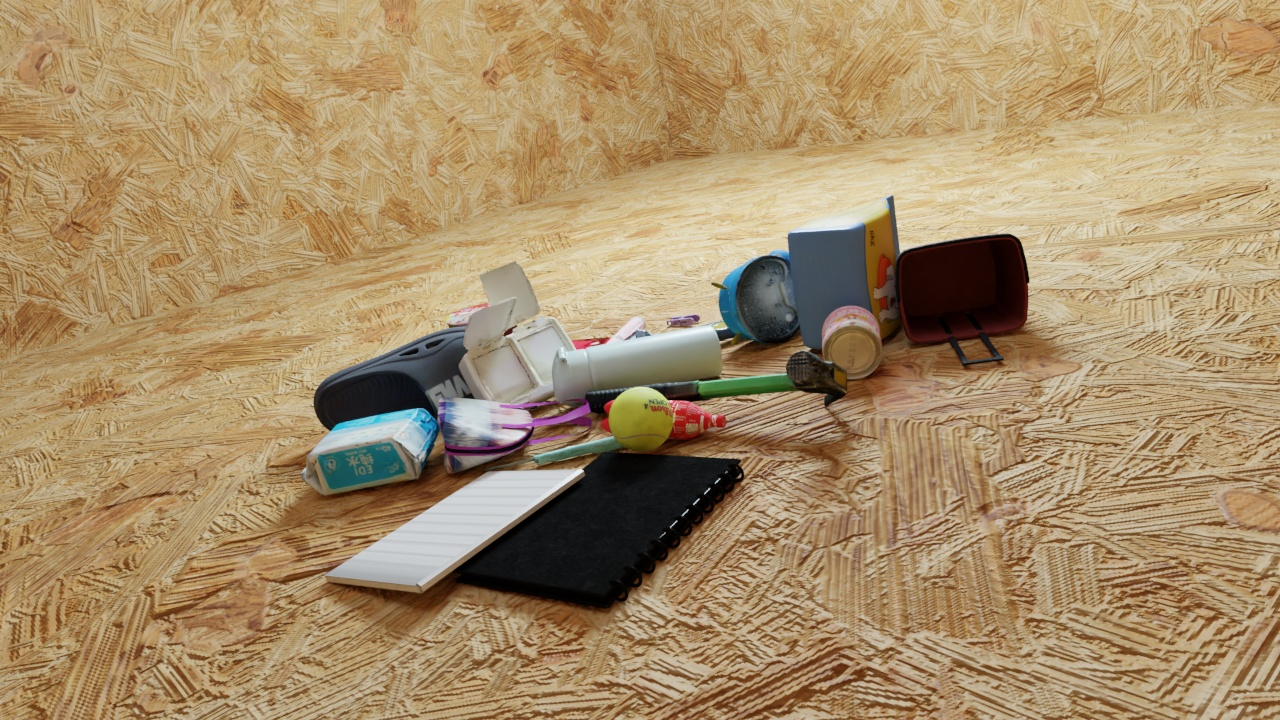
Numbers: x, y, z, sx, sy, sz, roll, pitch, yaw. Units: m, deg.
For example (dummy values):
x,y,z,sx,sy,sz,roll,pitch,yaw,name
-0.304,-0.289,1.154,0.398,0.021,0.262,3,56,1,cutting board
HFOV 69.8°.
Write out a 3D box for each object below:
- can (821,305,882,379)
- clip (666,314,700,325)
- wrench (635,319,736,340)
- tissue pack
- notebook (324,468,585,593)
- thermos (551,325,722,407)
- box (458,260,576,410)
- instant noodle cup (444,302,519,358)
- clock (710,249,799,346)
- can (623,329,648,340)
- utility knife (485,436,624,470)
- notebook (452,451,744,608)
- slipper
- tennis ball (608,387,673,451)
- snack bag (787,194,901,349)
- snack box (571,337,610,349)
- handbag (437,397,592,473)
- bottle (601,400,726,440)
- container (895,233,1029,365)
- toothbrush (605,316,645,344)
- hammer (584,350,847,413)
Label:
x,y,z,sx,sy,sz,roll,pitch,yaw,name
0.243,-0.022,1.057,0.067,0.067,0.076,-7,19,14,can
0.064,-0.060,1.390,0.052,0.013,0.036,-4,18,32,clip
0.082,-0.033,1.247,0.273,0.022,0.073,-14,47,-20,wrench
-0.298,0.103,1.033,0.144,0.062,0.092,-12,19,9,tissue pack
-0.168,0.152,0.853,0.143,0.009,0.209,-7,17,41,notebook
-0.007,0.007,1.125,0.207,0.078,0.065,-11,34,-5,thermos
-0.154,-0.029,1.140,0.144,0.186,0.101,-28,5,-30,box
-0.204,-0.014,1.254,0.100,0.112,0.100,-11,17,3,instant noodle cup
0.175,-0.085,1.232,0.161,0.117,0.060,-21,8,-29,clock
-0.013,-0.017,1.270,0.032,0.031,0.080,-2,20,28,can
-0.089,0.102,0.977,0.158,0.015,0.022,-13,-20,-1,utility knife
-0.027,0.140,0.813,0.169,0.019,0.230,-1,20,35,notebook
-0.287,0.035,1.169,0.268,0.111,0.083,-16,21,-4,slipper
0.001,0.060,0.927,0.065,0.065,0.065,-11,17,3,tennis ball
0.286,-0.116,1.175,0.102,0.159,0.204,3,21,42,snack bag
-0.117,-0.006,1.323,0.133,0.021,0.089,-4,20,24,snack box
-0.140,0.073,1.042,0.170,0.068,0.144,-8,17,-9,handbag
0.025,0.063,0.977,0.142,0.042,0.041,-1,21,30,bottle
0.377,-0.080,1.077,0.148,0.127,0.200,-8,11,12,container
-0.038,-0.016,1.296,0.027,0.027,0.222,14,24,13,toothbrush
0.071,0.033,0.996,0.320,0.032,0.130,-7,-15,36,hammer
